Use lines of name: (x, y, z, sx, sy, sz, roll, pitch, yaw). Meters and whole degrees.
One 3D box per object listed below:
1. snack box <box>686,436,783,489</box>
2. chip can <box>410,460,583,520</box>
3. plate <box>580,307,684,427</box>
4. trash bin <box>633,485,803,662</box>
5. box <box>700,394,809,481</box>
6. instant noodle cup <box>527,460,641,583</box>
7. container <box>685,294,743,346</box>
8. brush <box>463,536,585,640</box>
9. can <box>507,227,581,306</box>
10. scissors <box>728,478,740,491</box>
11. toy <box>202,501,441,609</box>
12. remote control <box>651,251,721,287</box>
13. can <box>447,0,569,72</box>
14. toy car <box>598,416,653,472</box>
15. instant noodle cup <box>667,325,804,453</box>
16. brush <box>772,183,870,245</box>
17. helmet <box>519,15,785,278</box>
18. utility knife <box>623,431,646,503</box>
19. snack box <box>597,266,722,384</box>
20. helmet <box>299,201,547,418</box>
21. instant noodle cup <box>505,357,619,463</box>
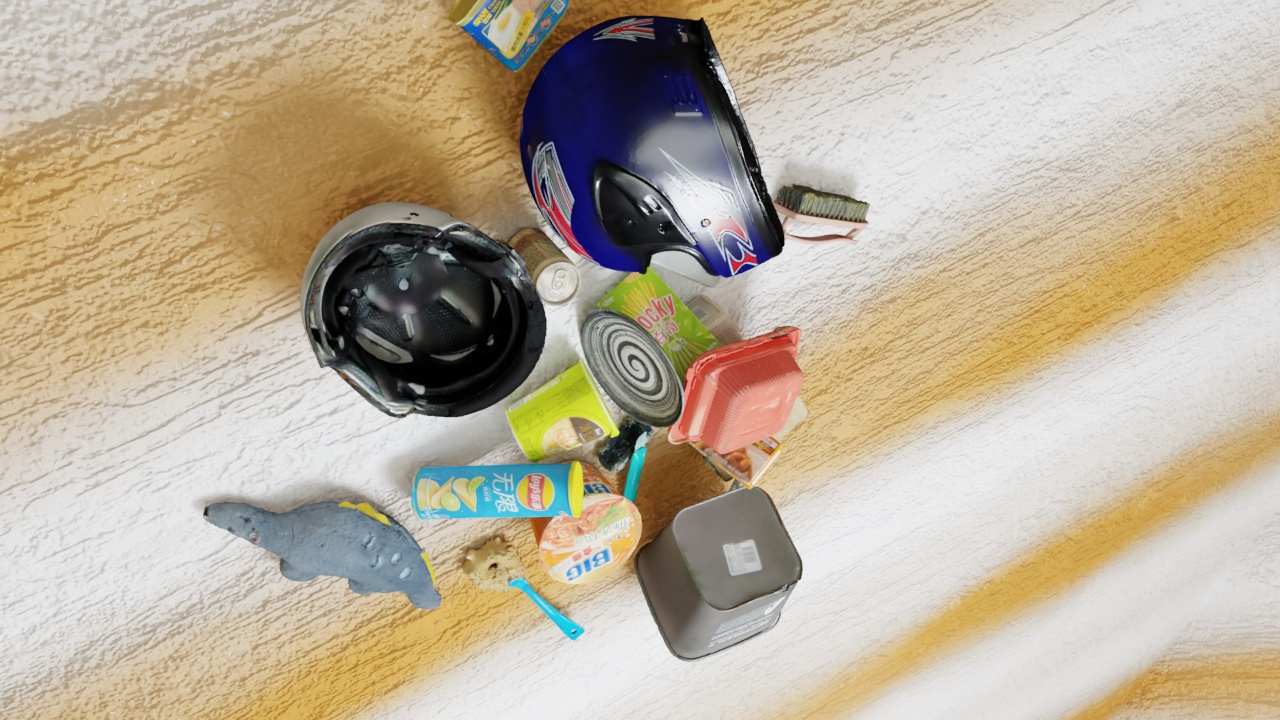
snack box: (0.118, 0.108, 1.294, 0.075, 0.154, 0.026, -49, 151, -9)
chip can: (-0.182, 0.167, 1.176, 0.210, 0.071, 0.071, -2, 122, 6)
plate: (-0.007, 0.007, 1.173, 0.024, 0.180, 0.180, -39, 131, -31)
trash bin: (0.118, 0.303, 1.329, 0.198, 0.198, 0.220, -18, 157, -17)
box: (0.164, 0.089, 1.353, 0.184, 0.090, 0.061, -42, 126, -3)
instant noodle cup: (-0.088, 0.218, 1.282, 0.151, 0.111, 0.151, -12, 122, -21)
container: (0.092, -0.018, 1.256, 0.090, 0.090, 0.111, -35, 124, -5)
brush: (-0.162, 0.346, 1.353, 0.083, 0.046, 0.254, -43, 122, -4)
can: (-0.115, -0.111, 1.078, 0.058, 0.116, 0.059, -12, 122, -20)
scissors: (0.160, 0.151, 1.360, 0.074, 0.137, 0.017, -37, 102, 28)
toy: (-0.372, 0.242, 1.176, 0.138, 0.091, 0.356, -34, 131, 30)
remote control: (0.049, -0.144, 1.196, 0.150, 0.021, 0.058, 20, 88, -34)
can: (-0.136, -0.367, 0.959, 0.102, 0.057, 0.083, -50, 130, 6)
toy car: (-0.021, 0.119, 1.306, 0.090, 0.043, 0.034, -47, 161, -2)
instant noodle cup: (0.134, 0.047, 1.192, 0.188, 0.079, 0.165, -16, 139, -28)
brush: (0.251, -0.194, 1.251, 0.145, 0.063, 0.073, 3, 111, -30)
helmet: (0.003, -0.210, 1.008, 0.241, 0.246, 0.315, -18, 132, 16)
utility knife: (-0.008, 0.161, 1.320, 0.029, 0.013, 0.182, -26, 147, -31)
snack box: (0.026, -0.043, 1.183, 0.086, 0.026, 0.156, -41, 83, -1)
helmet: (-0.248, -0.069, 1.012, 0.230, 0.157, 0.274, -50, 137, 10)
instant noodle cup: (-0.106, 0.074, 1.202, 0.123, 0.111, 0.112, -27, 126, -1)
